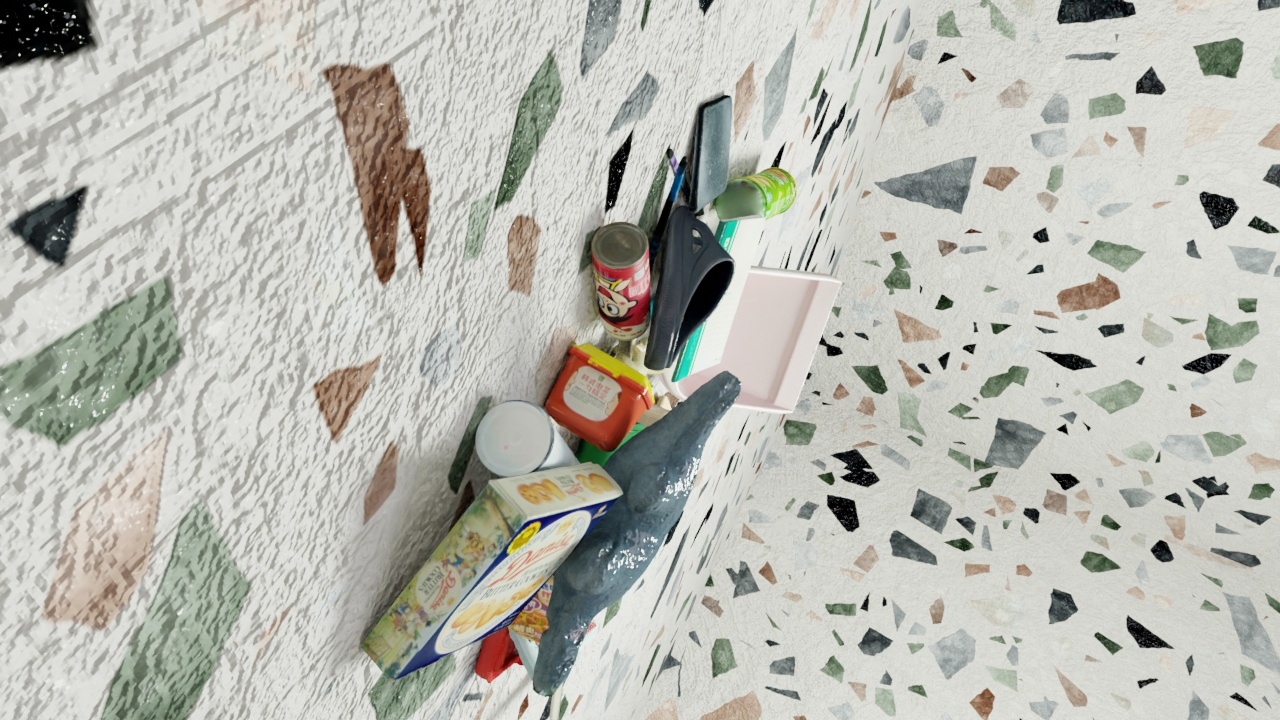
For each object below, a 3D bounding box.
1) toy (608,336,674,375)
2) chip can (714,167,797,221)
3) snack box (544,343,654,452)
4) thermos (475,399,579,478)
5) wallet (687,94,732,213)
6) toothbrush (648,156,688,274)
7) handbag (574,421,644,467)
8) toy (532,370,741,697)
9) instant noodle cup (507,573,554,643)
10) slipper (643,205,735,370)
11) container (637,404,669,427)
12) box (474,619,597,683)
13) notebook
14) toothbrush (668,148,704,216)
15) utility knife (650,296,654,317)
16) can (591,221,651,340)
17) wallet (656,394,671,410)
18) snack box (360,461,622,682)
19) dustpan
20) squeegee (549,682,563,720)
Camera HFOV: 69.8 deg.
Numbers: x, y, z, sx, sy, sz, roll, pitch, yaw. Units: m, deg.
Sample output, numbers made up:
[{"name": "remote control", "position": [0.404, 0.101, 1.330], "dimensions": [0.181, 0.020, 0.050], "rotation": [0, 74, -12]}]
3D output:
[{"name": "toy", "position": [-0.006, 0.006, 1.029], "dimensions": [0.156, 0.066, 0.105], "rotation": [-23, 141, -60]}, {"name": "chip can", "position": [0.166, -0.230, 1.295], "dimensions": [0.220, 0.072, 0.073], "rotation": [-37, 146, -65]}, {"name": "snack box", "position": [-0.042, 0.038, 0.907], "dimensions": [0.080, 0.091, 0.082], "rotation": [-57, 164, -12]}, {"name": "thermos", "position": [-0.095, 0.103, 0.861], "dimensions": [0.073, 0.073, 0.224], "rotation": [-64, 166, -16]}, {"name": "wallet", "position": [0.081, -0.239, 1.057], "dimensions": [0.097, 0.019, 0.121], "rotation": [-46, 144, -57]}, {"name": "toothbrush", "position": [0.018, -0.133, 1.006], "dimensions": [0.016, 0.014, 0.190], "rotation": [-10, 126, -54]}, {"name": "handbag", "position": [-0.052, 0.114, 1.026], "dimensions": [0.131, 0.068, 0.120], "rotation": [-67, 165, -1]}, {"name": "toy", "position": [-0.013, 0.156, 0.883], "dimensions": [0.356, 0.091, 0.138], "rotation": [-60, -171, 6]}, {"name": "instant noodle cup", "position": [-0.095, 0.231, 0.989], "dimensions": [0.099, 0.111, 0.112], "rotation": [-64, 169, -53]}, {"name": "slipper", "position": [0.056, -0.075, 1.008], "dimensions": [0.267, 0.083, 0.111], "rotation": [-78, -179, -55]}, {"name": "container", "position": [-0.011, 0.105, 1.124], "dimensions": [0.089, 0.090, 0.111], "rotation": [7, 102, -75]}, {"name": "box", "position": [-0.107, 0.322, 1.088], "dimensions": [0.094, 0.092, 0.201], "rotation": [-70, 165, 6]}, {"name": "notebook", "position": [0.099, -0.080, 1.158], "dimensions": [0.150, 0.012, 0.209], "rotation": [-22, 132, -62]}, {"name": "toothbrush", "position": [0.052, -0.198, 1.043], "dimensions": [0.189, 0.017, 0.014], "rotation": [44, 63, -73]}, {"name": "utility knife", "position": [0.023, -0.076, 1.128], "dimensions": [0.160, 0.013, 0.029], "rotation": [-45, 151, -50]}, {"name": "can", "position": [-0.017, -0.074, 0.896], "dimensions": [0.053, 0.053, 0.133], "rotation": [-61, 164, -26]}, {"name": "wallet", "position": [0.013, 0.109, 1.351], "dimensions": [0.115, 0.024, 0.087], "rotation": [-62, 170, -17]}, {"name": "snack box", "position": [-0.118, 0.170, 0.767], "dimensions": [0.183, 0.046, 0.177], "rotation": [-50, 162, 14]}, {"name": "dustpan", "position": [0.148, -0.025, 1.281], "dimensions": [0.138, 0.273, 0.223], "rotation": [-104, -152, -71]}, {"name": "squeegee", "position": [-0.097, 0.342, 1.264], "dimensions": [0.246, 0.039, 0.247], "rotation": [-93, -162, -82]}]
